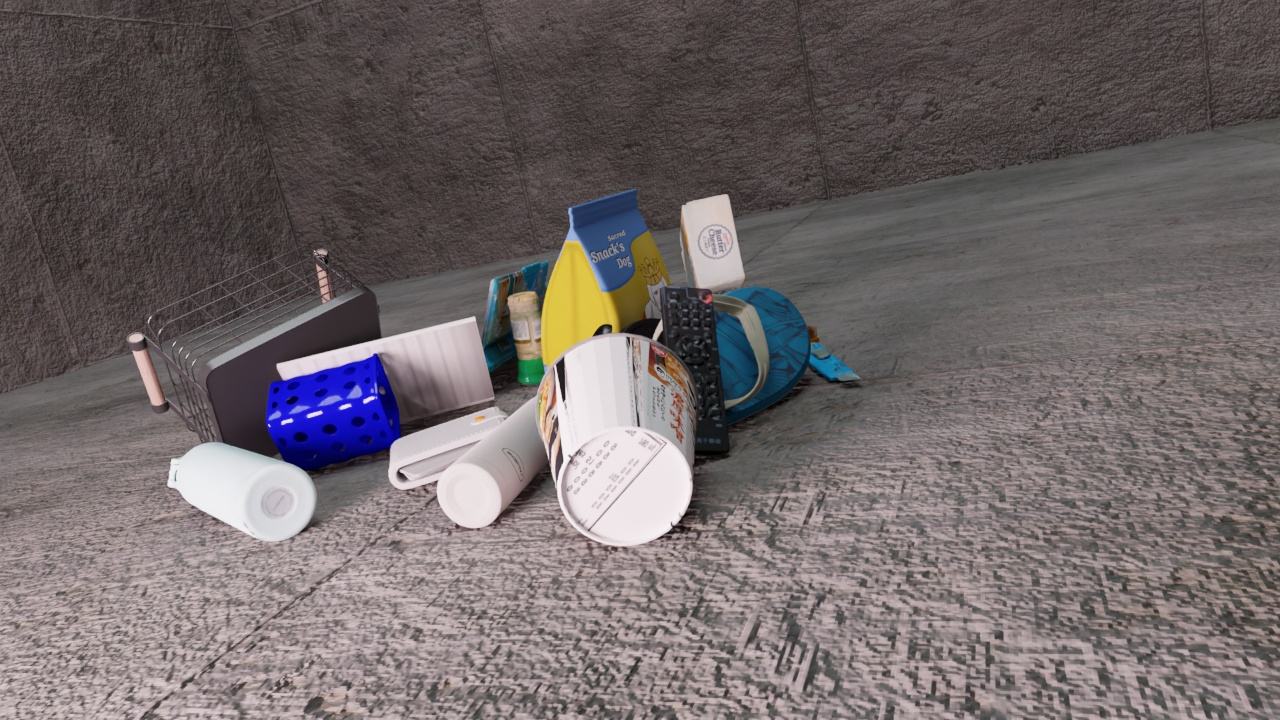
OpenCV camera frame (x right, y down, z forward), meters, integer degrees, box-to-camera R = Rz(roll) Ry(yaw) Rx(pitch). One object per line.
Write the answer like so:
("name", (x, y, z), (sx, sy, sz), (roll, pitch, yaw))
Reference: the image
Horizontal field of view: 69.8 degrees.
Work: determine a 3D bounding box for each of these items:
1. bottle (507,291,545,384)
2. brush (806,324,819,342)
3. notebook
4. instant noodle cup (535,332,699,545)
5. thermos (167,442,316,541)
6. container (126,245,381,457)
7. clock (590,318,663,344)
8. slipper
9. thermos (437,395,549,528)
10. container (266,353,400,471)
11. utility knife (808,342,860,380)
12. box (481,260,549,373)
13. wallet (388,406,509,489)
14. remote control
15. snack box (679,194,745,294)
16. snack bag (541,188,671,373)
("bottle", (-0.137, -0.027, 1.128), (0.043, 0.111, 0.043), (-7, 16, 2))
("brush", (0.136, -0.017, 1.035), (0.126, 0.017, 0.048), (-16, 13, -17))
("notebook", (-0.276, 0.025, 1.027), (0.209, 0.143, 0.009), (-14, 52, -9))
("instant noodle cup", (-0.013, 0.059, 0.635), (0.123, 0.124, 0.121), (-12, 21, 1))
("thermos", (-0.361, 0.113, 0.826), (0.077, 0.065, 0.207), (8, -4, -40))
("container", (-0.416, -0.008, 1.034), (0.130, 0.163, 0.240), (34, 49, 26))
("clock", (-0.006, 0.005, 0.907), (0.120, 0.091, 0.043), (-10, 0, -22))
("slipper", (0.064, 0.001, 0.808), (0.294, 0.118, 0.060), (-30, -19, -38))
("thermos", (-0.100, 0.072, 0.783), (0.052, 0.052, 0.223), (-9, 13, 17))
("container", (-0.319, 0.057, 0.960), (0.113, 0.084, 0.085), (-15, 37, -6))
("utility knife", (0.186, 0.001, 0.915), (0.031, 0.015, 0.174), (-17, 14, -1))
("box", (-0.169, -0.042, 1.217), (0.182, 0.071, 0.226), (-53, -5, 22))
("wallet", (-0.173, 0.083, 0.847), (0.118, 0.037, 0.115), (-18, 13, -11))
("remote control", (0.042, 0.008, 0.756), (0.047, 0.150, 0.022), (3, -26, -13))
("snack box", (0.088, -0.127, 1.157), (0.057, 0.104, 0.208), (-12, -6, 1))
("snack bag", (-0.034, -0.077, 1.015), (0.102, 0.205, 0.158), (6, 20, 25))
